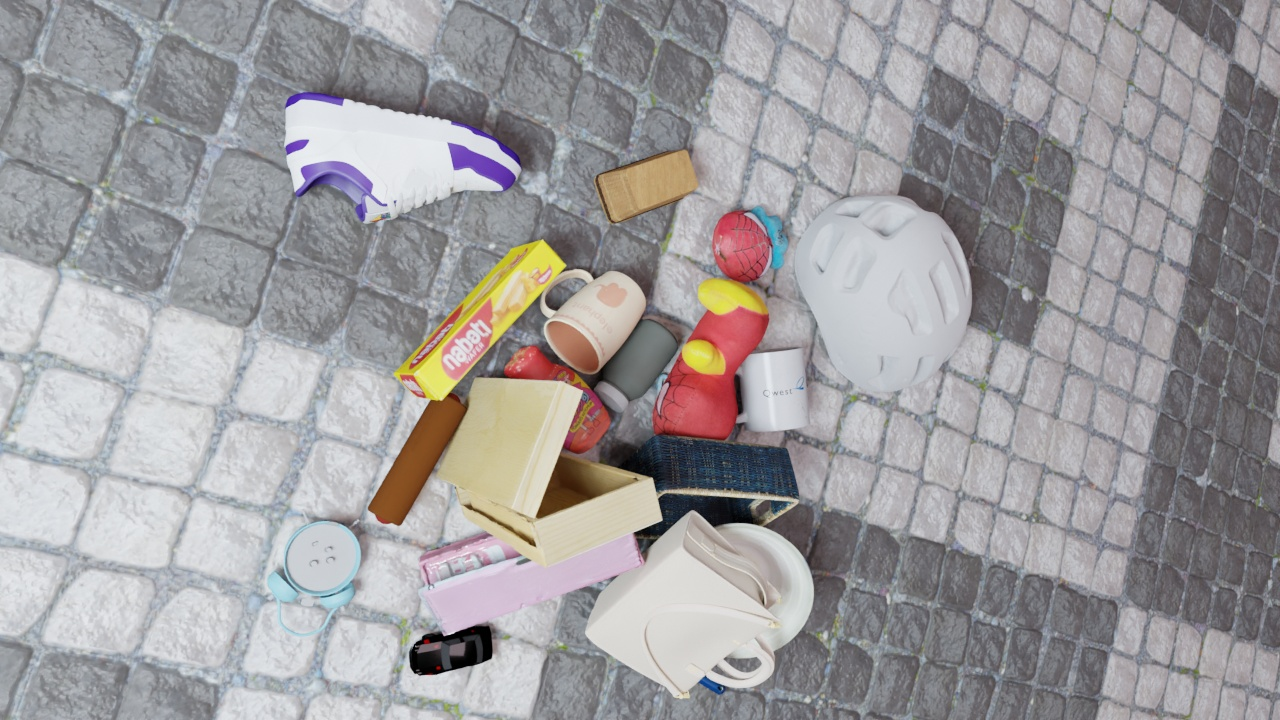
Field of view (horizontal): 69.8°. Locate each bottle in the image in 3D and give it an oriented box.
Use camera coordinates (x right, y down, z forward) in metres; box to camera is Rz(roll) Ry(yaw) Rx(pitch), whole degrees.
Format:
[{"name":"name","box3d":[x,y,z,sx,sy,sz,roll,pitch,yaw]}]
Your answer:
[{"name":"bottle","box3d":[-0.006,0.006,1.084,0.060,0.060,0.108,45,71,-20]},{"name":"bottle","box3d":[-0.096,0.042,1.043,0.134,0.049,0.071,48,61,-18]}]

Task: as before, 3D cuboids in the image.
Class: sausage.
[{"name":"sausage","box3d":[-0.237,0.103,0.978,0.040,0.040,0.155,34,76,-23]}]

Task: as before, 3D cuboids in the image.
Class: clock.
[{"name":"clock","box3d":[-0.329,0.218,0.929,0.087,0.042,0.123,17,81,-26]}]

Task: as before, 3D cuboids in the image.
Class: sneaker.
[{"name":"sneaker","box3d":[-0.243,-0.191,0.947,0.244,0.092,0.111,9,87,-23]}]

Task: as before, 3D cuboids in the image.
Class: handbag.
[{"name":"handbag","box3d":[0.071,0.296,1.033,0.198,0.101,0.195,40,116,-7]}]

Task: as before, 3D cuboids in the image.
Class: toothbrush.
[{"name":"toothbrush","box3d":[0.036,0.367,1.132,0.190,0.017,0.016,38,75,-22]}]

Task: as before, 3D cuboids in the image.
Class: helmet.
[{"name":"helmet","box3d":[0.341,-0.084,1.243,0.223,0.184,0.283,-32,125,-19]}]

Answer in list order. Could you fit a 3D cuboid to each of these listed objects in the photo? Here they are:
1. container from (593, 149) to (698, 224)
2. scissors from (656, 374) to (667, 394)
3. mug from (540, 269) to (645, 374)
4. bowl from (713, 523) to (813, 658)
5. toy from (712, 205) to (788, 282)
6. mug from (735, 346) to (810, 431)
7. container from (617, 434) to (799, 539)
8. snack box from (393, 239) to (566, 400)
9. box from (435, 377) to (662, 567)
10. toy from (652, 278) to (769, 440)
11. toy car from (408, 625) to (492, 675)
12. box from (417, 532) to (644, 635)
[{"name":"container","box3d":[0.012,-0.210,1.091,0.113,0.061,0.063,-24,101,-25]},{"name":"scissors","box3d":[0.067,0.053,1.148,0.109,0.018,0.131,-18,97,-23]},{"name":"mug","box3d":[-0.059,-0.057,1.052,0.111,0.085,0.104,38,60,8]},{"name":"bowl","box3d":[0.117,0.266,1.106,0.177,0.057,0.177,1,105,5]},{"name":"toy","box3d":[0.143,-0.148,1.162,0.132,0.062,0.092,-23,108,-37]},{"name":"mug","box3d":[0.151,0.037,1.156,0.119,0.083,0.096,-7,93,-13]},{"name":"container","box3d":[0.068,0.152,1.070,0.187,0.146,0.071,8,57,-27]},{"name":"snack box","box3d":[-0.172,-0.043,0.980,0.042,0.092,0.200,47,71,-20]},{"name":"box","box3d":[-0.114,0.111,0.924,0.141,0.249,0.179,-39,107,-22]},{"name":"toy","box3d":[0.080,0.012,1.071,0.147,0.099,0.216,-7,117,-68]},{"name":"toy car","box3d":[-0.204,0.317,0.997,0.091,0.036,0.042,-6,93,-27]},{"name":"box","box3d":[-0.115,0.222,0.975,0.232,0.080,0.099,-17,98,-4]}]
